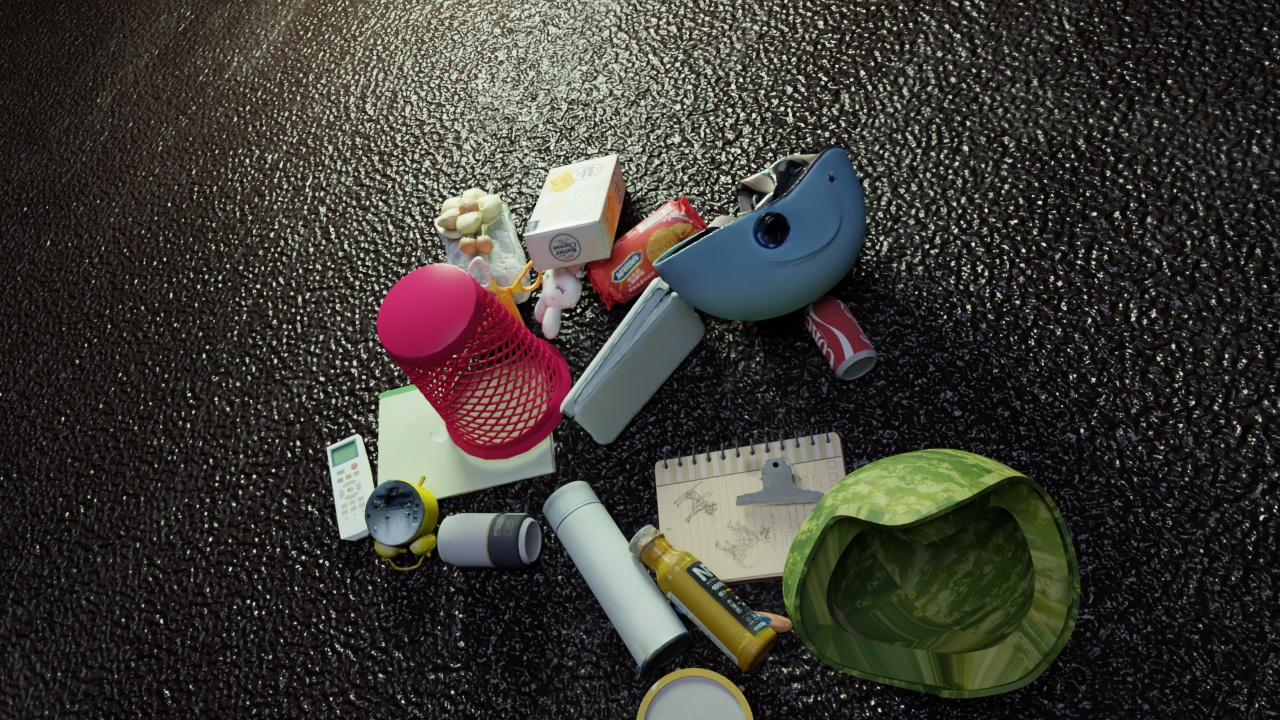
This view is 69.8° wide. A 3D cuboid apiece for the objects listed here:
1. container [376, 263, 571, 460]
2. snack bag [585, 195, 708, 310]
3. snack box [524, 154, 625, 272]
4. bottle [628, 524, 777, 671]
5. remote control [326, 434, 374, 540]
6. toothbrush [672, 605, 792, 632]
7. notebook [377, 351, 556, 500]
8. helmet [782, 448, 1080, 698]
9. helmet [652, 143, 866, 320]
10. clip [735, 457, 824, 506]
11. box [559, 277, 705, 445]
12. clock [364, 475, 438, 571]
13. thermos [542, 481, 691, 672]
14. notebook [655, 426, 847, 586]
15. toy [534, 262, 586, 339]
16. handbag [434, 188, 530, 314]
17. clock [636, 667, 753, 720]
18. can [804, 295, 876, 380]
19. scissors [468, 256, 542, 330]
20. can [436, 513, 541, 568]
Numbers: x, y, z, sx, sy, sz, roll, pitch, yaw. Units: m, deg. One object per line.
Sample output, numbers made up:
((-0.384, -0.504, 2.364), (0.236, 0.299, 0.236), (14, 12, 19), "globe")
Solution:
((-0.211, -0.005, 1.131), (0.183, 0.226, 0.182), (-8, 60, 15), "container")
((0.008, -0.145, 1.225), (0.176, 0.082, 0.082), (-36, 59, -1), "snack bag")
((-0.084, -0.203, 1.245), (0.104, 0.057, 0.207), (-10, 35, 13), "snack box")
((0.064, 0.253, 0.999), (0.186, 0.053, 0.053), (40, 82, 26), "bottle")
((-0.384, 0.174, 1.233), (0.049, 0.024, 0.143), (-24, 61, 7), "remote control")
((0.101, 0.285, 1.015), (0.135, 0.017, 0.021), (3, 70, 18), "toothbrush")
((-0.239, 0.094, 1.231), (0.253, 0.010, 0.181), (-15, 61, 12), "notebook")
((0.267, 0.195, 0.872), (0.248, 0.242, 0.213), (-25, 91, 47), "helmet")
((0.152, -0.137, 1.093), (0.265, 0.225, 0.167), (-29, 95, -7), "helmet")
((0.155, 0.135, 1.032), (0.102, 0.038, 0.054), (-6, 78, 16), "clip")
((-0.002, 0.011, 1.143), (0.110, 0.108, 0.216), (36, 83, 2), "box")
((-0.301, 0.207, 1.164), (0.083, 0.057, 0.118), (-8, 76, 13), "clock")
((-0.031, 0.242, 1.051), (0.068, 0.068, 0.230), (-37, 58, -1), "thermos")
((0.127, 0.170, 1.056), (0.226, 0.024, 0.167), (-11, 63, 14), "notebook")
((-0.108, -0.095, 1.229), (0.126, 0.037, 0.076), (-61, 40, 18), "toy")
((-0.221, -0.154, 1.281), (0.112, 0.123, 0.171), (-19, 63, -4), "handbag")
((0.052, 0.399, 0.934), (0.117, 0.081, 0.158), (12, 59, 12), "clock")
((0.237, -0.028, 1.097), (0.054, 0.054, 0.096), (-28, 59, 4), "can")
((-0.188, -0.092, 1.234), (0.125, 0.129, 0.011), (-51, 22, 13), "scissors")
((-0.189, 0.219, 1.119), (0.127, 0.064, 0.064), (-3, 64, 18), "can")
